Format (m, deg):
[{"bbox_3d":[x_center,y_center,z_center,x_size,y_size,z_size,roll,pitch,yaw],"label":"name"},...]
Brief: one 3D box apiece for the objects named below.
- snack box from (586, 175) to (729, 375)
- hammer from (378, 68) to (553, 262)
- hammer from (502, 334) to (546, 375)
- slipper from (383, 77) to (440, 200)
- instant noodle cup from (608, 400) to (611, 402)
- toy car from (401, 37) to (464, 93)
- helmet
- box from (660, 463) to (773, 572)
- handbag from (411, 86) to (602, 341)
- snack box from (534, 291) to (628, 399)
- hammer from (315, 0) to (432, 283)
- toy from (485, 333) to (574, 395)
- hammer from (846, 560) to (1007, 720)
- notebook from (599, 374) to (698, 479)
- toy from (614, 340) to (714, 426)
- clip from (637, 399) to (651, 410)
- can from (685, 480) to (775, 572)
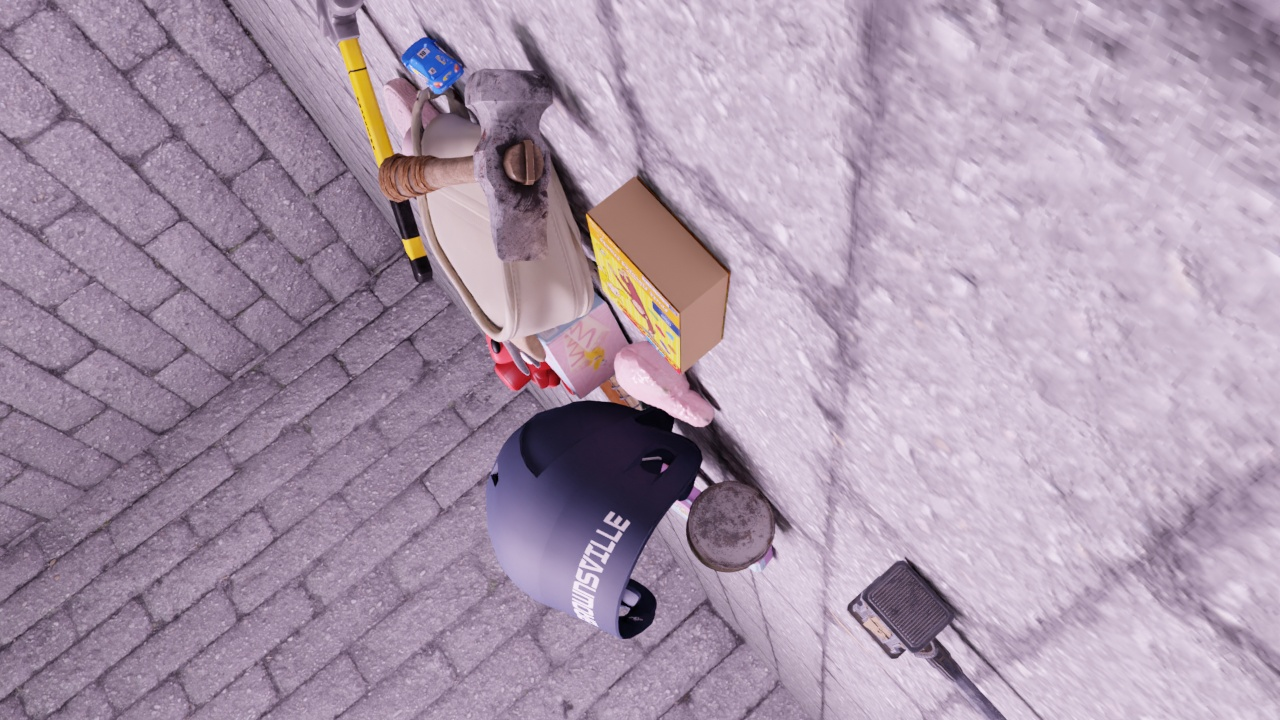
[{"bbox_3d":[0.013,-0.053,0.618,0.088,0.040,0.126,48,170,15],"label":"snack box"},{"bbox_3d":[-0.149,-0.144,0.707,0.319,0.048,0.121,15,110,59],"label":"hammer"},{"bbox_3d":[-0.131,-0.028,0.975,0.119,0.030,0.331,56,170,-12],"label":"hammer"},{"bbox_3d":[-0.230,-0.217,1.004,0.239,0.064,0.094,51,156,23],"label":"slipper"},{"bbox_3d":[-0.047,0.133,1.415,0.122,0.123,0.124,61,170,-3],"label":"instant noodle cup"},{"bbox_3d":[-0.179,-0.255,0.750,0.092,0.033,0.062,44,176,34],"label":"toy car"},{"bbox_3d":[-0.046,0.146,0.994,0.223,0.271,0.233,27,119,24],"label":"helmet"},{"bbox_3d":[0.075,0.193,1.176,0.214,0.033,0.076,35,165,23],"label":"box"},{"bbox_3d":[-0.111,-0.139,0.807,0.229,0.131,0.184,35,137,50],"label":"handbag"},{"bbox_3d":[-0.072,-0.031,0.979,0.093,0.079,0.095,44,167,44],"label":"snack box"},{"bbox_3d":[-0.281,-0.239,0.985,0.170,0.034,0.325,25,132,64],"label":"hammer"},{"bbox_3d":[-0.142,-0.035,1.198,0.197,0.120,0.158,-168,63,-69],"label":"toy"},{"bbox_3d":[0.278,0.282,0.646,0.322,0.044,0.098,48,170,19],"label":"hammer"},{"bbox_3d":[-0.012,0.065,1.236,0.225,0.024,0.167,53,172,-18],"label":"notebook"},{"bbox_3d":[0.021,0.023,0.852,0.105,0.053,0.108,41,172,-10],"label":"toy"},{"bbox_3d":[0.015,0.064,1.116,0.044,0.023,0.076,48,169,26],"label":"clip"},{"bbox_3d":[0.093,0.176,0.967,0.090,0.089,0.075,49,171,13],"label":"can"}]
